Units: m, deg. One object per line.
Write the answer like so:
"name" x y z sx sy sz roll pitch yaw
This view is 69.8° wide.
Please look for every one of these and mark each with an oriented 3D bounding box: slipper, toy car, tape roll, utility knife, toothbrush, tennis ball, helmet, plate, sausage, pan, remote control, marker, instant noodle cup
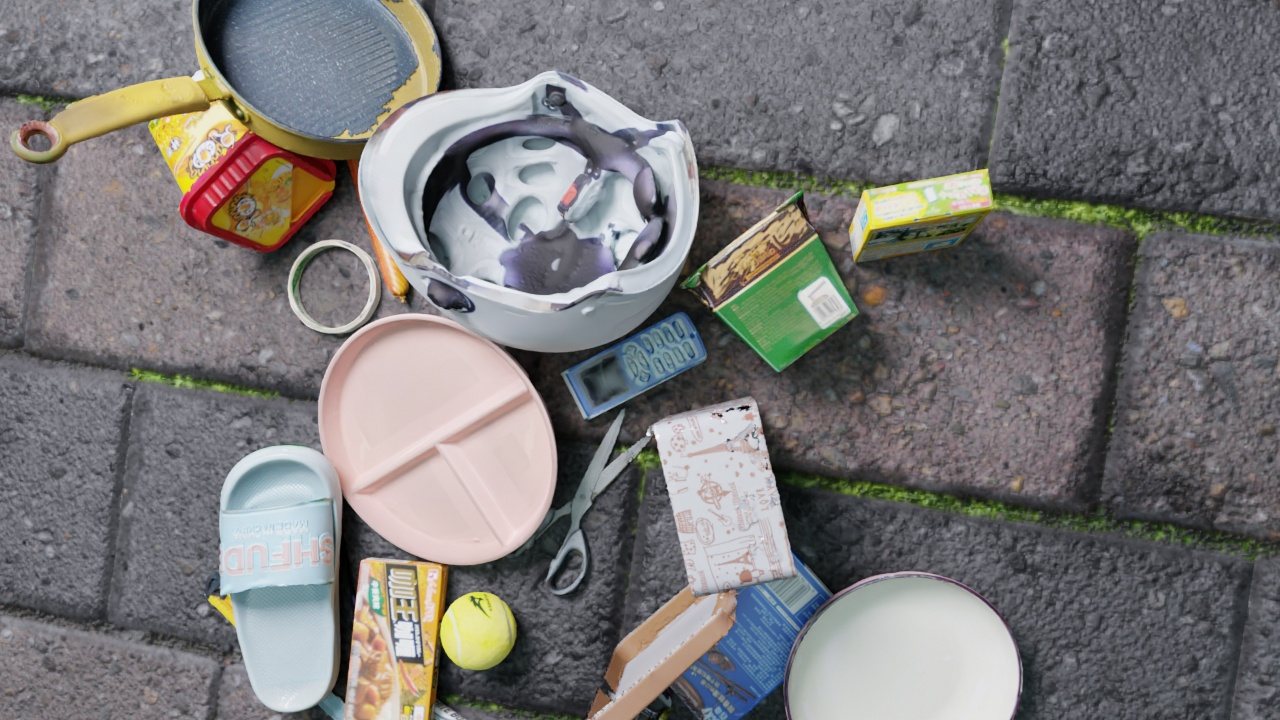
"slipper" -0.315 0.195 0.799 0.104 0.074 0.245 -2 98 -3
"toy car" -0.011 0.322 0.798 0.049 0.031 0.106 28 95 6
"tape roll" -0.281 -0.067 0.843 0.086 0.014 0.086 0 90 8
"utility knife" -0.326 0.278 0.852 0.223 0.015 0.033 42 98 6
"toothbrush" -0.263 0.234 0.844 0.017 0.014 0.189 -16 88 15
"tennis ball" -0.141 0.235 0.799 0.065 0.065 0.065 0 90 8
"helmet" -0.083 -0.103 0.737 0.259 0.146 0.228 13 59 9
"plate" 0.210 0.257 0.748 0.192 0.039 0.192 0 100 -2
"sausage" -0.239 -0.130 0.833 0.021 0.021 0.165 -18 88 8
"pan" -0.306 -0.222 0.709 0.197 0.078 0.356 49 55 -4
"remote control" -0.005 0.005 0.798 0.125 0.024 0.049 -27 86 6
"plate" -0.173 0.068 0.790 0.230 0.028 0.230 6 110 18
"marker" -0.177 0.321 0.830 0.145 0.017 0.017 32 95 7
"instant noodle cup" -0.356 -0.178 0.811 0.116 0.116 0.123 -43 73 7

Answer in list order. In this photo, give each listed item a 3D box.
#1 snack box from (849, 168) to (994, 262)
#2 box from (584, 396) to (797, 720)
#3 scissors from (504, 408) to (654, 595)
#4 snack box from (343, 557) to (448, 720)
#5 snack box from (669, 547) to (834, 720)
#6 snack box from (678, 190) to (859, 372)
"snack box" 0.211 -0.108 0.707 0.087 0.140 0.033 -9 87 8
"box" 0.047 0.153 0.716 0.136 0.179 0.269 18 92 6
"scissors" -0.052 0.130 0.814 0.164 0.014 0.164 -12 87 6
"snack box" -0.217 0.256 0.818 0.075 0.026 0.153 4 83 3
"snack box" 0.094 0.238 0.784 0.157 0.026 0.084 -43 85 6
"snack box" 0.112 -0.056 0.737 0.118 0.117 0.105 -38 90 9
